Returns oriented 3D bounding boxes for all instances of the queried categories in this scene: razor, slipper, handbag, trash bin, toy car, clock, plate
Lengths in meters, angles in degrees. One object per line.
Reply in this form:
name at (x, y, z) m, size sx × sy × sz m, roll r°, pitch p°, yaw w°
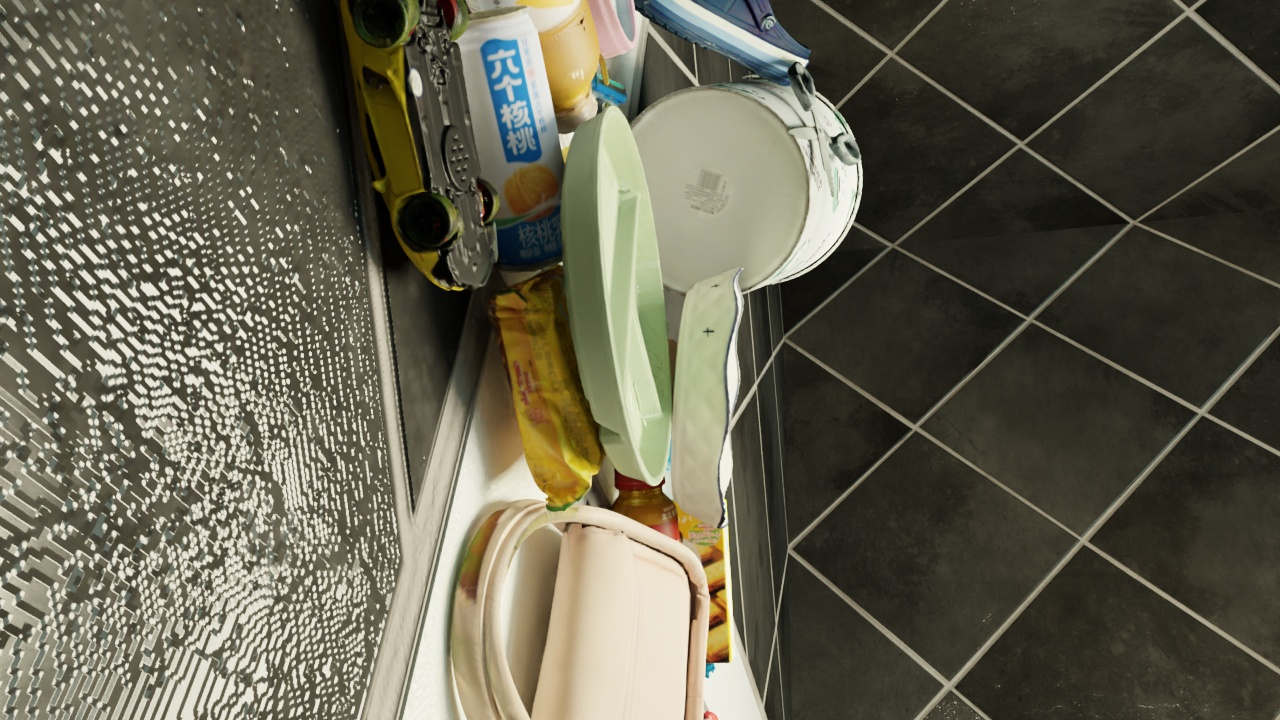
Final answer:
razor at (-0.031, -0.167, 0.773) m, size 0.042 × 0.022 × 0.142 m, roll 4°, pitch 84°, yaw -50°
slipper at (0.065, -0.324, 0.810) m, size 0.252 × 0.095 × 0.105 m, roll 17°, pitch 23°, yaw -36°
handbag at (-0.037, 0.172, 0.538) m, size 0.234 × 0.093 × 0.193 m, roll 56°, pitch 32°, yaw -51°
trash bin at (0.091, -0.168, 0.901) m, size 0.251 × 0.230 × 0.230 m, roll -39°, pitch 124°, yaw -68°
toy car at (-0.097, -0.105, 0.406) m, size 0.071 × 0.041 × 0.156 m, roll -61°, pitch 143°, yaw -68°
clock at (-0.043, -0.275, 0.645) m, size 0.117 × 0.060 × 0.158 m, roll 62°, pitch 20°, yaw -51°
plate at (0.055, 0.030, 0.733) m, size 0.204 × 0.045 × 0.205 m, roll 6°, pitch 89°, yaw -82°
plate at (-0.010, -0.037, 0.563) m, size 0.230 × 0.027 × 0.230 m, roll -6°, pitch 89°, yaw -81°

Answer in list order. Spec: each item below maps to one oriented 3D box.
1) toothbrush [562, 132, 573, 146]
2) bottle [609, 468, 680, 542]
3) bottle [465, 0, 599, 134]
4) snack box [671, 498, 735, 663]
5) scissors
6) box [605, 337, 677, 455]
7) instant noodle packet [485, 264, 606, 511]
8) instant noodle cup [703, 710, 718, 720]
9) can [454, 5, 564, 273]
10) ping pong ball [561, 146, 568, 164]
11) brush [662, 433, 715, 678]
toothbrush at (-0.054, -0.154, 0.690) m, size 0.016 × 0.016 × 0.180 m, roll -77°, pitch 157°, yaw -65°
bottle at (0.005, 0.168, 0.744) m, size 0.057 × 0.057 × 0.175 m, roll -17°, pitch 102°, yaw -77°
bottle at (-0.066, -0.211, 0.524) m, size 0.190 × 0.068 × 0.067 m, roll 68°, pitch 22°, yaw -55°
snack box at (0.035, 0.191, 0.801) m, size 0.033 × 0.087 × 0.140 m, roll 34°, pitch 53°, yaw -74°
scissors at (0.156, -0.202, 0.800) m, size 0.180 × 0.014 × 0.159 m, roll 5°, pitch 60°, yaw -57°
box at (-0.005, 0.002, 0.710) m, size 0.162 × 0.076 × 0.088 m, roll -72°, pitch 167°, yaw -53°
instant noodle packet at (-0.050, 0.013, 0.537) m, size 0.110 × 0.044 × 0.128 m, roll -57°, pitch 132°, yaw -74°
instant noodle cup at (0.035, 0.402, 0.784) m, size 0.193 × 0.066 × 0.194 m, roll -2°, pitch 89°, yaw -77°
can at (-0.071, -0.120, 0.503) m, size 0.053 × 0.053 × 0.135 m, roll -71°, pitch 154°, yaw -60°
ping pong ball at (-0.045, -0.133, 0.653) m, size 0.040 × 0.040 × 0.040 m, roll -3°, pitch 89°, yaw -77°
brush at (0.031, 0.146, 0.896) m, size 0.109 × 0.060 × 0.315 m, roll -67°, pitch 148°, yaw -75°
